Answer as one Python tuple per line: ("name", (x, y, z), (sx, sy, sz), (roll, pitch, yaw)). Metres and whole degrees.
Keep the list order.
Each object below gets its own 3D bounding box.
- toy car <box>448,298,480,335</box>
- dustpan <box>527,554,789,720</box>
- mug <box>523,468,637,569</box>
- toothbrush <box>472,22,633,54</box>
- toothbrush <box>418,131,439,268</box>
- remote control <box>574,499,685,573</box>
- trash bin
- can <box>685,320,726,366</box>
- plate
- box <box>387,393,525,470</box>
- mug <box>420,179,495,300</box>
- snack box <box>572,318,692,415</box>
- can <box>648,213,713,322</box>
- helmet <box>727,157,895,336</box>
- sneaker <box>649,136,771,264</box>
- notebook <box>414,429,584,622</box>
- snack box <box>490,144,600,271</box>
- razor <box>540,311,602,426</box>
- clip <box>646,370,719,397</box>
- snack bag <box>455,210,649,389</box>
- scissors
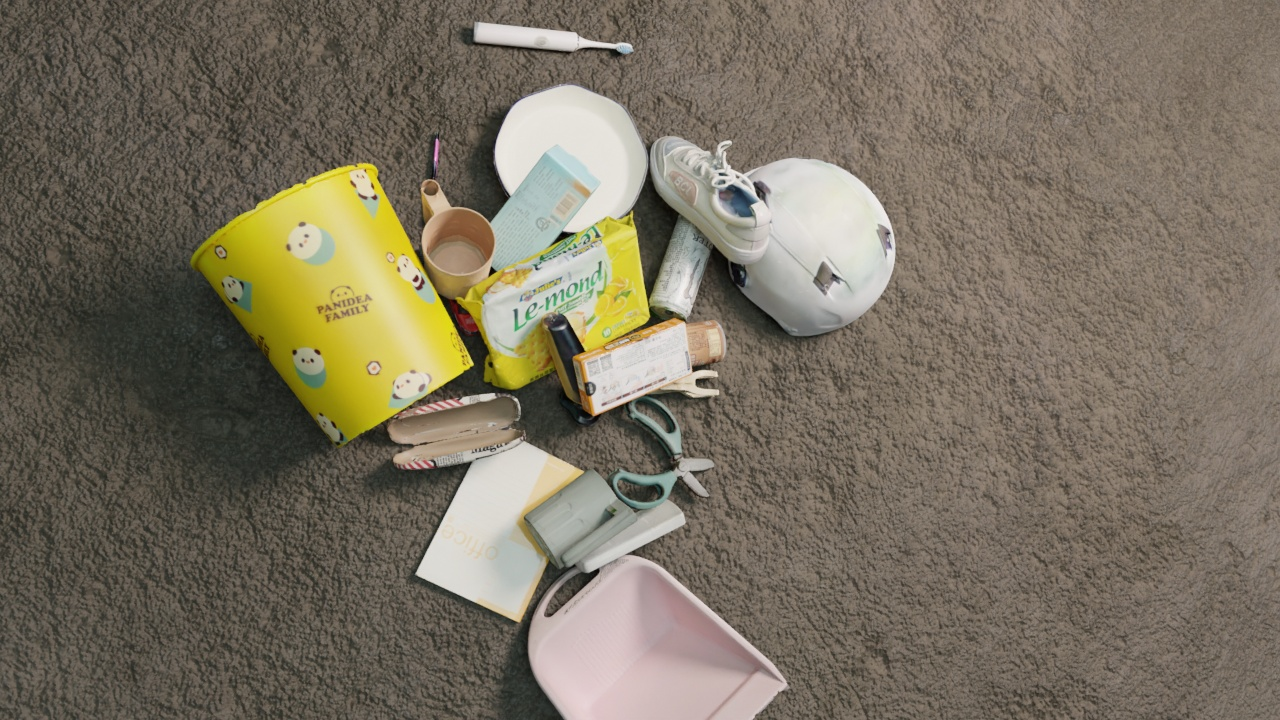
("toy car", (-0.224, -0.092, 1.170), (0.053, 0.045, 0.120), (-21, 90, -15))
("dustpan", (-0.009, 0.355, 1.078), (0.222, 0.274, 0.139), (-41, 118, -19))
("mug", (-0.072, 0.199, 1.116), (0.103, 0.124, 0.084), (-33, 111, -16))
("toothbrush", (-0.118, -0.439, 1.258), (0.221, 0.027, 0.026), (1, 48, -15))
("toothbrush", (-0.273, -0.207, 1.190), (0.018, 0.014, 0.189), (3, 80, -2))
("remote control", (-0.017, 0.223, 1.169), (0.149, 0.058, 0.021), (-24, 111, -16))
("trash bin", (-0.335, -0.056, 1.050), (0.229, 0.230, 0.255), (-33, 96, -17))
("can", (0.051, -0.018, 1.222), (0.116, 0.059, 0.058), (-9, 84, -16))
("plate", (-0.094, -0.265, 1.229), (0.204, 0.046, 0.204), (2, 81, -13))
("box", (-0.222, 0.098, 1.119), (0.163, 0.076, 0.087), (-11, 55, -11))
("mug", (-0.228, -0.142, 1.100), (0.084, 0.104, 0.124), (-28, 84, -18))
("snack box", (-0.007, 0.007, 1.143), (0.153, 0.026, 0.075), (-22, 117, -25))
("can", (0.058, -0.127, 1.240), (0.058, 0.058, 0.146), (21, 77, -11))
("helmet", (0.239, -0.170, 1.248), (0.228, 0.146, 0.258), (-33, 90, -17))
("sneaker", (0.088, -0.235, 1.199), (0.089, 0.091, 0.242), (-21, 56, -23))
("notebook", (-0.171, 0.204, 1.155), (0.146, 0.010, 0.206), (28, 75, -10))
("snack box", (-0.132, -0.181, 1.151), (0.074, 0.051, 0.175), (41, 117, -6))
("razor", (-0.087, 0.009, 1.147), (0.068, 0.168, 0.062), (4, 45, 26))
("clip", (0.060, 0.031, 1.222), (0.099, 0.066, 0.034), (2, 81, -26))
("snack bag", (-0.101, -0.074, 1.152), (0.246, 0.158, 0.068), (-29, 47, -18))
("scissors", (0.019, 0.114, 1.199), (0.170, 0.019, 0.181), (-5, 71, -32))
